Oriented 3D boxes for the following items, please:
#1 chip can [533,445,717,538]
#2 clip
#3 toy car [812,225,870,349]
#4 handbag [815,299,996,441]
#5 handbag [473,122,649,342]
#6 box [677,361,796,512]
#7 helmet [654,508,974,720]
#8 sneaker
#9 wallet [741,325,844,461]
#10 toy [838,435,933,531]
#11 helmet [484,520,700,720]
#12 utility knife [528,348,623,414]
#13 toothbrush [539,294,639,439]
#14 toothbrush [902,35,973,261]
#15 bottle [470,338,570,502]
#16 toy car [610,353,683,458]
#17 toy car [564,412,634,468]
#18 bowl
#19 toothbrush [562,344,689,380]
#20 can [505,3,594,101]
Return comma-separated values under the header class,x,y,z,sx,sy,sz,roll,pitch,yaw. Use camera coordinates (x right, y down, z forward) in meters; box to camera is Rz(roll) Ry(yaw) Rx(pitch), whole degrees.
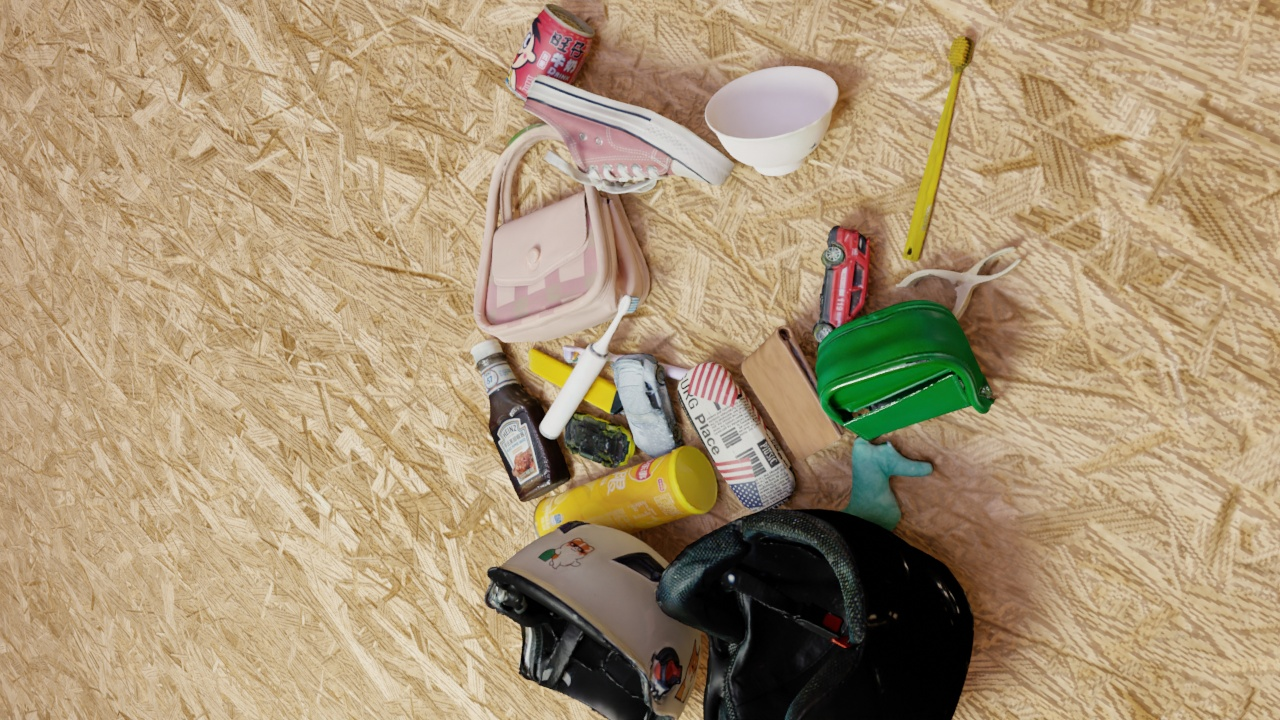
class,x,y,z,sx,sy,sz,roll,pitch,yaw
chip can,-0.020,0.156,0.995,0.214,0.071,0.072,-25,81,35
clip,0.273,-0.053,0.780,0.102,0.035,0.095,-2,91,28
toy car,0.182,-0.061,0.830,0.045,0.053,0.120,9,98,10
handbag,0.221,0.016,0.783,0.132,0.120,0.067,-21,45,32
handbag,-0.101,-0.145,1.013,0.194,0.093,0.234,-14,81,35
box,0.096,0.075,0.920,0.069,0.052,0.164,-37,79,42
helmet,0.154,0.260,0.789,0.233,0.229,0.275,-133,50,-56
sneaker,-0.022,-0.210,0.918,0.241,0.118,0.088,26,99,22
wallet,0.141,0.034,0.861,0.115,0.020,0.101,62,161,10
toy,0.220,0.114,0.843,0.097,0.030,0.092,1,99,30
helmet,-0.029,0.262,0.941,0.230,0.156,0.274,18,138,36
utility knife,-0.074,0.022,1.049,0.156,0.015,0.033,26,105,31
toothbrush,-0.057,0.008,0.990,0.222,0.026,0.026,-56,47,38
toothbrush,0.252,-0.179,0.785,0.016,0.016,0.190,20,108,33
bottle,-0.150,0.067,1.094,0.080,0.043,0.195,-33,76,37
toy car,0.006,0.049,0.972,0.054,0.036,0.121,-7,109,37
toy car,-0.046,0.088,1.029,0.105,0.032,0.048,14,99,46
bowl,0.123,-0.209,0.837,0.118,0.118,0.065,19,146,33
toothbrush,-0.006,0.006,0.996,0.189,0.029,0.021,11,65,33
can,-0.097,-0.325,0.986,0.066,0.066,0.094,46,120,22
